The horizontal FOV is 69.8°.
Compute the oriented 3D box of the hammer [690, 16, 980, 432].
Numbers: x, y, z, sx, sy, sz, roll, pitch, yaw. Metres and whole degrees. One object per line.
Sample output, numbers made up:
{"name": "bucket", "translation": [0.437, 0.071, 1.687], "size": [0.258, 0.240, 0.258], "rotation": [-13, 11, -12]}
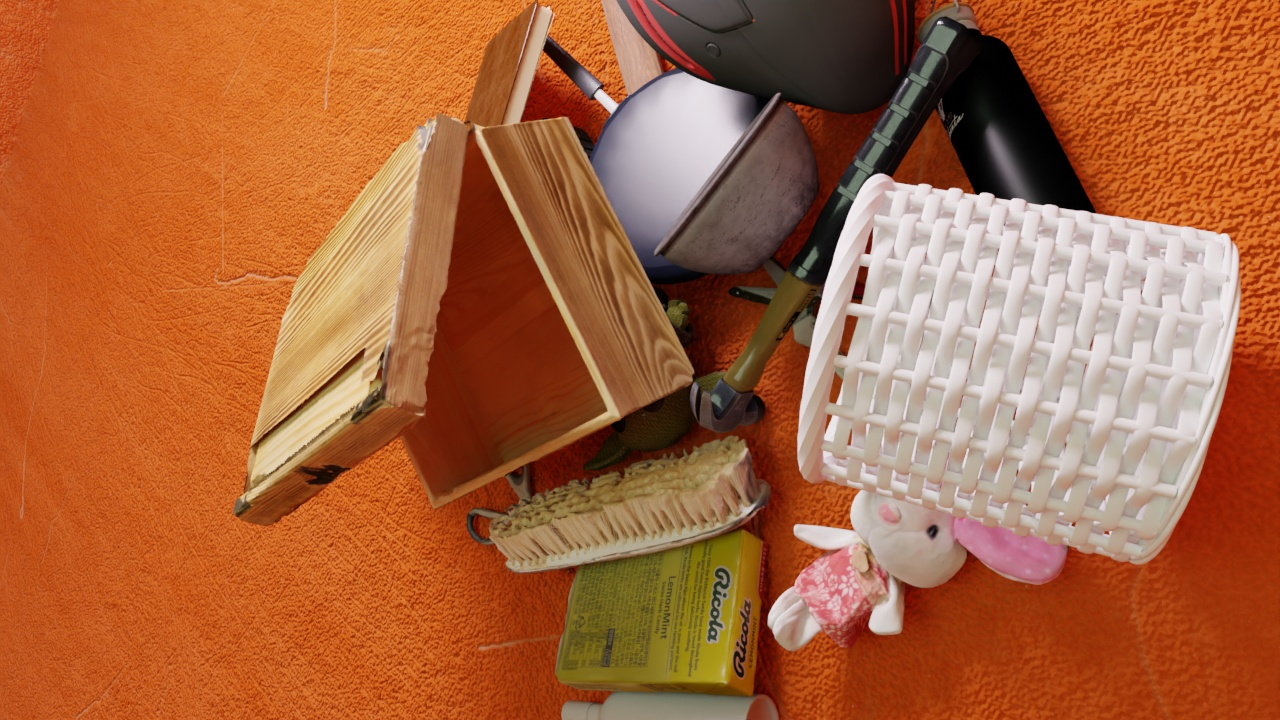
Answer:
{"name": "hammer", "translation": [0.132, -0.083, 0.658], "size": [0.025, 0.117, 0.334], "rotation": [40, 113, 25]}

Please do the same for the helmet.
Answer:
{"name": "helmet", "translation": [0.098, -0.291, 0.673], "size": [0.164, 0.264, 0.170], "rotation": [-52, 11, -20]}

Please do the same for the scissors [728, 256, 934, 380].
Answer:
{"name": "scissors", "translation": [0.154, -0.032, 0.722], "size": [0.195, 0.015, 0.179], "rotation": [-19, 69, 36]}

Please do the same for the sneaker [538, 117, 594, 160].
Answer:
{"name": "sneaker", "translation": [-0.099, -0.117, 0.895], "size": [0.125, 0.088, 0.239], "rotation": [125, 151, -49]}

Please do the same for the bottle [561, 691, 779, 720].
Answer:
{"name": "bottle", "translation": [0.015, 0.292, 0.742], "size": [0.196, 0.052, 0.052], "rotation": [-12, 73, 37]}

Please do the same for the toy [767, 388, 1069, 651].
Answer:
{"name": "toy", "translation": [0.168, 0.129, 0.631], "size": [0.194, 0.084, 0.159], "rotation": [-43, 55, 17]}

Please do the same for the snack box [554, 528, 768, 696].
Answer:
{"name": "snack box", "translation": [0.015, 0.208, 0.748], "size": [0.181, 0.045, 0.121], "rotation": [-16, 51, 37]}

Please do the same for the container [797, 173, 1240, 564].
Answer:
{"name": "container", "translation": [0.207, 0.001, 0.529], "size": [0.187, 0.189, 0.189], "rotation": [14, 89, 19]}

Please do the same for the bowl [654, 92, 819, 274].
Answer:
{"name": "bowl", "translation": [0.080, -0.115, 0.670], "size": [0.067, 0.144, 0.145], "rotation": [37, 109, -5]}

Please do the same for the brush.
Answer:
{"name": "brush", "translation": [-0.016, 0.128, 0.775], "size": [0.272, 0.083, 0.056], "rotation": [-19, 107, 33]}

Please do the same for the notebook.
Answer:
{"name": "notebook", "translation": [-0.150, -0.265, 0.950], "size": [0.226, 0.024, 0.167], "rotation": [21, 95, 67]}

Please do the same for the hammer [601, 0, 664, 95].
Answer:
{"name": "hammer", "translation": [0.005, -0.293, 0.882], "size": [0.158, 0.037, 0.300], "rotation": [-28, 65, 32]}

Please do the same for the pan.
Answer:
{"name": "pan", "translation": [-0.011, -0.214, 0.829], "size": [0.199, 0.021, 0.356], "rotation": [-48, 57, 14]}

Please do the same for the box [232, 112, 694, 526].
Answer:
{"name": "box", "translation": [-0.178, -0.026, 0.701], "size": [0.280, 0.262, 0.269], "rotation": [-29, 84, 46]}

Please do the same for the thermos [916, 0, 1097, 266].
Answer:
{"name": "thermos", "translation": [0.248, -0.166, 0.643], "size": [0.061, 0.061, 0.231], "rotation": [-30, 63, 31]}

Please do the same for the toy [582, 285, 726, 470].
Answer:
{"name": "toy", "translation": [-0.004, 0.005, 0.800], "size": [0.180, 0.078, 0.152], "rotation": [-33, 62, 27]}

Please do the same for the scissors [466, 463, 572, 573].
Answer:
{"name": "scissors", "translation": [-0.117, 0.145, 0.905], "size": [0.158, 0.012, 0.168], "rotation": [-28, 65, 32]}
